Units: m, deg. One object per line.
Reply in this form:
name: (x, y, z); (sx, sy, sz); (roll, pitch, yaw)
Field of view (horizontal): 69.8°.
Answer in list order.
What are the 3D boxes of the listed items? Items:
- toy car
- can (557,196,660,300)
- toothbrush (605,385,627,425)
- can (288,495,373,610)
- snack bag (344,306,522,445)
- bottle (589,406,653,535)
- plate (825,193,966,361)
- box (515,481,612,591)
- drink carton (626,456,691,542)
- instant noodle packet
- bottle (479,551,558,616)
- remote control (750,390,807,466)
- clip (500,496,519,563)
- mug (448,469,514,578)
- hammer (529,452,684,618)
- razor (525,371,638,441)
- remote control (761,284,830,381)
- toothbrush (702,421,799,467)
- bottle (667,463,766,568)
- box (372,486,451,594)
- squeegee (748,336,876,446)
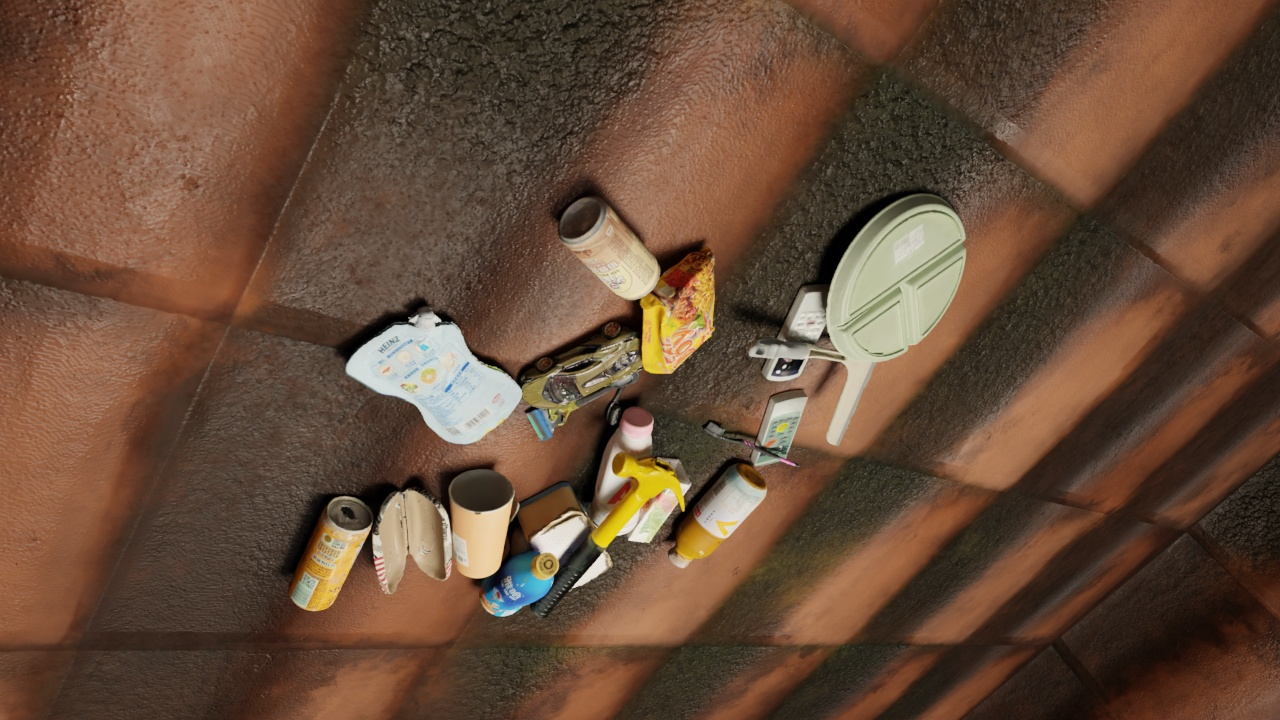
toy car: (-0.064, 0.012, 1.060); (0.158, 0.042, 0.070); (-26, 139, -2)
can: (-0.031, -0.113, 0.939); (0.058, 0.058, 0.116); (-39, 139, 9)
toothbrush: (-0.007, 0.006, 1.108); (0.014, 0.016, 0.190); (3, 128, -30)
can: (-0.365, 0.229, 1.080); (0.058, 0.058, 0.146); (9, 126, -37)
snack bag: (-0.215, 0.020, 0.979); (0.110, 0.038, 0.191); (-31, 138, 8)
bottle: (-0.021, 0.144, 1.197); (0.068, 0.068, 0.197); (-9, 135, -24)
plate: (0.328, -0.097, 1.155); (0.229, 0.027, 0.231); (-19, 127, -28)
box: (-0.105, 0.241, 1.250); (0.089, 0.062, 0.184); (-26, 137, -7)
drink carton: (0.016, 0.195, 1.282); (0.045, 0.053, 0.123); (13, 123, -34)
instant noodle packet: (0.045, -0.051, 1.039); (0.110, 0.044, 0.129); (-40, 147, -28)
bottle: (-0.155, 0.286, 1.196); (0.065, 0.065, 0.219); (-6, 160, -26)
remote control: (0.199, 0.098, 1.320); (0.056, 0.019, 0.135); (-10, 135, -23)
clip: (-0.189, 0.221, 1.203); (0.072, 0.034, 0.100); (-5, 125, -27)
mug: (-0.198, 0.205, 1.128); (0.078, 0.078, 0.123); (-8, 126, -25)
hammer: (-0.054, 0.236, 1.197); (0.128, 0.032, 0.301); (21, 120, -34)
razor: (-0.067, 0.046, 1.104); (0.143, 0.022, 0.043); (-28, 111, 1)
remote control: (0.208, -0.034, 1.192); (0.058, 0.021, 0.150); (-4, 132, -28)
toothbrush: (0.162, 0.121, 1.304); (0.189, 0.014, 0.018); (23, 108, -32)
bottle: (0.109, 0.235, 1.367); (0.068, 0.068, 0.190); (17, 121, -41)
box: (-0.274, 0.223, 1.116); (0.086, 0.075, 0.162); (9, 130, 4)
squeegee: (0.213, -0.009, 1.169); (0.246, 0.039, 0.247); (5, 112, -41)
